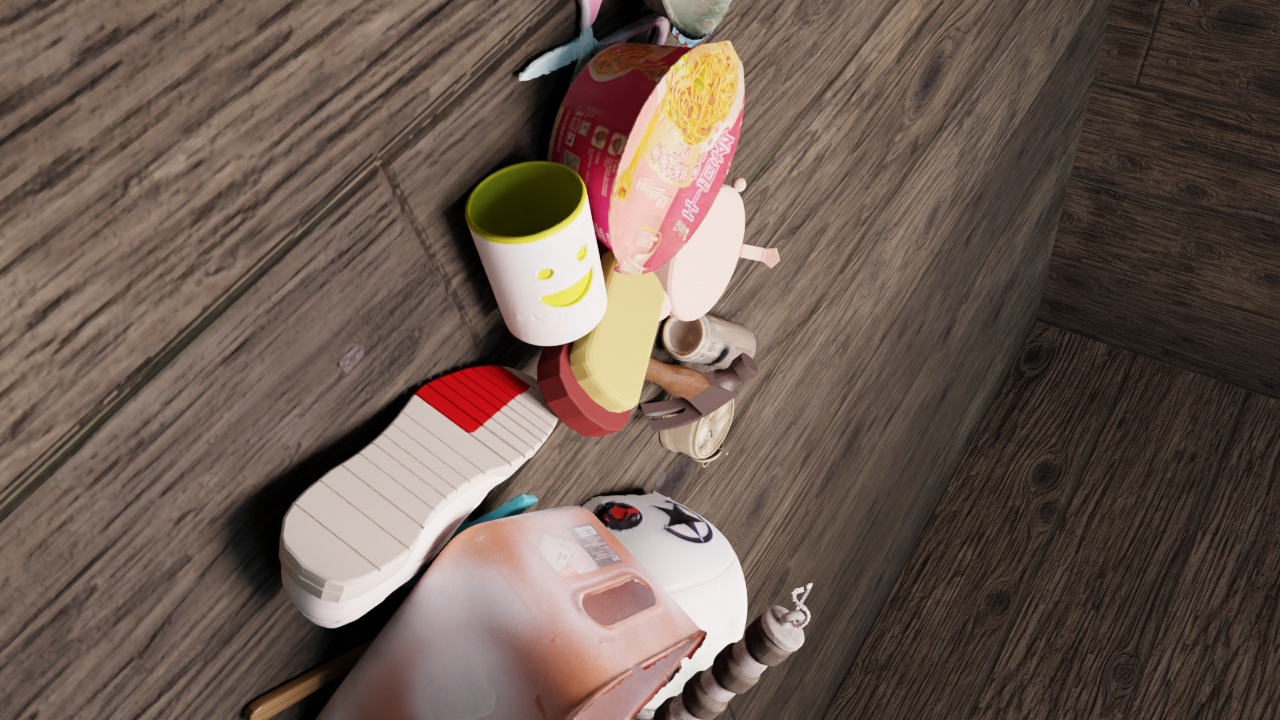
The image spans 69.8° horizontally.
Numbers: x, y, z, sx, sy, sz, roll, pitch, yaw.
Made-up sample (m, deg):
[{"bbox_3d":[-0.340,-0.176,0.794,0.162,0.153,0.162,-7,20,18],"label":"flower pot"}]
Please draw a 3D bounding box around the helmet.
[{"bbox_3d":[0.008,0.267,0.938,0.263,0.164,0.237,-6,111,-51],"label":"helmet"}]

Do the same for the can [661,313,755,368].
[{"bbox_3d":[0.073,-0.021,0.969,0.135,0.054,0.054,9,103,-61],"label":"can"}]

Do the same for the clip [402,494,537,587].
[{"bbox_3d":[-0.148,0.127,0.718,0.120,0.104,0.027,-58,150,0],"label":"clip"}]

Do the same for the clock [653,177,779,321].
[{"bbox_3d":[0.052,-0.101,0.849,0.160,0.086,0.131,-13,122,-49],"label":"clock"}]

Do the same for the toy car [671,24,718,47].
[{"bbox_3d":[0.062,-0.312,0.755,0.060,0.027,0.108,7,104,-61],"label":"toy car"}]

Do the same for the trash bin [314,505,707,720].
[{"bbox_3d":[-0.106,0.249,0.691,0.260,0.157,0.181,-53,156,18],"label":"trash bin"}]

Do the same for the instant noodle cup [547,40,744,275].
[{"bbox_3d":[0.000,-0.162,0.696,0.178,0.078,0.179,-46,152,-33],"label":"instant noodle cup"}]

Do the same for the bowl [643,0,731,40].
[{"bbox_3d":[0.030,-0.317,0.665,0.157,0.039,0.158,-39,136,-52],"label":"bowl"}]

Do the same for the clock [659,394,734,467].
[{"bbox_3d":[0.072,0.078,1.042,0.092,0.055,0.141,-50,146,-28],"label":"clock"}]

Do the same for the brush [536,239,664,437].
[{"bbox_3d":[-0.024,-0.024,0.723,0.082,0.042,0.173,45,43,-32],"label":"brush"}]

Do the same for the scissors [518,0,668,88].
[{"bbox_3d":[-0.026,-0.240,0.673,0.172,0.014,0.171,-9,118,-58],"label":"scissors"}]

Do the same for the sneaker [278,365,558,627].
[{"bbox_3d":[-0.153,0.096,0.650,0.235,0.090,0.105,-46,168,-47],"label":"sneaker"}]

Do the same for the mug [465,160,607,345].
[{"bbox_3d":[-0.070,-0.074,0.650,0.082,0.082,0.106,-50,149,-28],"label":"mug"}]

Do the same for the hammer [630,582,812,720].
[{"bbox_3d":[0.051,0.294,0.794,0.176,0.079,0.327,20,124,-32],"label":"hammer"}]

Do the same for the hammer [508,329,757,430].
[{"bbox_3d":[-0.005,0.005,0.837,0.115,0.033,0.322,-36,151,21],"label":"hammer"}]

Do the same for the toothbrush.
[{"bbox_3d":[-0.221,0.228,0.691,0.166,0.016,0.016,-19,128,-54],"label":"toothbrush"}]
